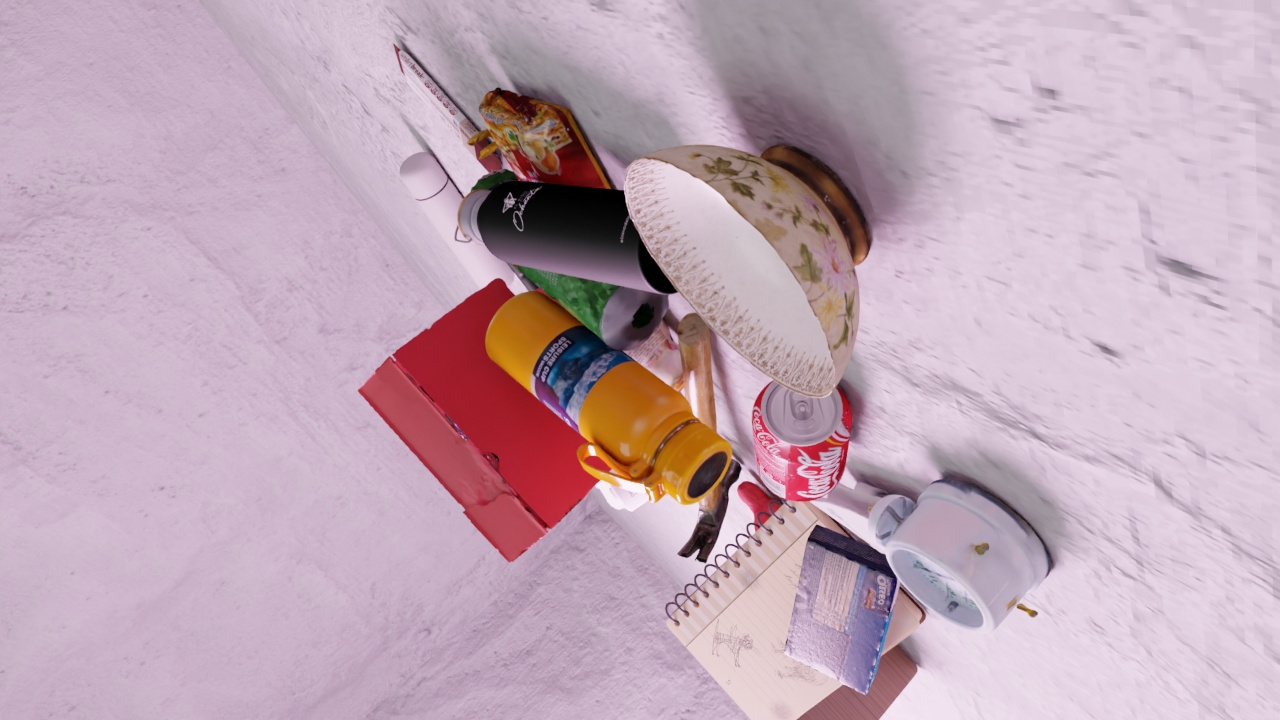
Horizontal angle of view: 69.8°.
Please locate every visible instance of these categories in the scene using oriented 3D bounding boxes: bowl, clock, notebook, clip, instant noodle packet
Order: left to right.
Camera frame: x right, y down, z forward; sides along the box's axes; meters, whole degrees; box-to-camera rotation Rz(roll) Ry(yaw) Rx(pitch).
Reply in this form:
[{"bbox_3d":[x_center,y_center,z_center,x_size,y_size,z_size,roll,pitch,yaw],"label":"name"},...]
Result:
[{"bbox_3d":[-0.118,-0.186,0.744,0.054,0.049,0.044,176,88,-78],"label":"clip"},{"bbox_3d":[-0.064,-0.145,0.694,0.099,0.039,0.135,27,156,46],"label":"instant noodle packet"},{"bbox_3d":[0.061,-0.056,0.439,0.145,0.063,0.145,46,168,12],"label":"bowl"},{"bbox_3d":[0.135,0.245,0.879,0.167,0.226,0.024,46,-148,13],"label":"notebook"},{"bbox_3d":[0.171,0.309,0.982,0.210,0.168,0.022,47,153,10],"label":"notebook"},{"bbox_3d":[0.185,0.115,0.552,0.083,0.057,0.118,51,162,-12],"label":"clock"}]

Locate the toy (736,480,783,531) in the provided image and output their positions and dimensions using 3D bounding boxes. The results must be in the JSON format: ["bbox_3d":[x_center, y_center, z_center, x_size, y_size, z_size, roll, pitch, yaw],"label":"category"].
[{"bbox_3d":[0.146,0.181,0.960,0.135,0.045,0.092,54,176,35],"label":"toy"}]

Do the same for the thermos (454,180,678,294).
[{"bbox_3d":[-0.059,-0.092,0.642,0.232,0.061,0.061,16,148,44],"label":"thermos"}]

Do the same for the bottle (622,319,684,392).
[{"bbox_3d":[0.000,-0.014,0.823,0.109,0.063,0.063,42,168,9],"label":"bottle"}]

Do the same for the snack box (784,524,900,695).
[{"bbox_3d":[0.175,0.218,0.796,0.082,0.027,0.150,21,128,24],"label":"snack box"}]

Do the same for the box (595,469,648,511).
[{"bbox_3d":[-0.007,0.159,1.282,0.083,0.137,0.143,55,180,-4],"label":"box"}]

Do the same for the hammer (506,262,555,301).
[{"bbox_3d":[-0.092,-0.037,1.174,0.323,0.029,0.127,53,176,-10],"label":"hammer"}]

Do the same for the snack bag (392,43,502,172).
[{"bbox_3d":[-0.187,-0.242,0.902,0.158,0.013,0.057,48,167,5],"label":"snack bag"}]

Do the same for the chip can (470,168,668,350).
[{"bbox_3d":[-0.067,-0.092,0.795,0.223,0.075,0.075,40,166,37],"label":"chip can"}]

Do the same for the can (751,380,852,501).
[{"bbox_3d":[0.108,0.052,0.620,0.064,0.064,0.105,44,168,24],"label":"can"}]

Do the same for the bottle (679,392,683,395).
[{"bbox_3d":[-0.005,0.005,0.894,0.157,0.067,0.068,49,169,0],"label":"bottle"}]

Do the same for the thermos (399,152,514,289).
[{"bbox_3d":[-0.244,-0.181,1.229,0.052,0.052,0.224,37,164,46],"label":"thermos"}]

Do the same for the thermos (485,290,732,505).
[{"bbox_3d":[-0.033,0.035,0.754,0.233,0.091,0.076,36,-175,31],"label":"thermos"}]

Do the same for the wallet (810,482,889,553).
[{"bbox_3d":[0.184,0.121,0.666,0.086,0.032,0.116,41,170,-19],"label":"wallet"}]

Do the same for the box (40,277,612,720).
[{"bbox_3d":[-0.254,0.164,0.844,0.215,0.510,0.141,48,170,-2],"label":"box"}]

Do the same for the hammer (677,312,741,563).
[{"bbox_3d":[0.058,0.074,0.839,0.033,0.132,0.331,13,147,17],"label":"hammer"}]
